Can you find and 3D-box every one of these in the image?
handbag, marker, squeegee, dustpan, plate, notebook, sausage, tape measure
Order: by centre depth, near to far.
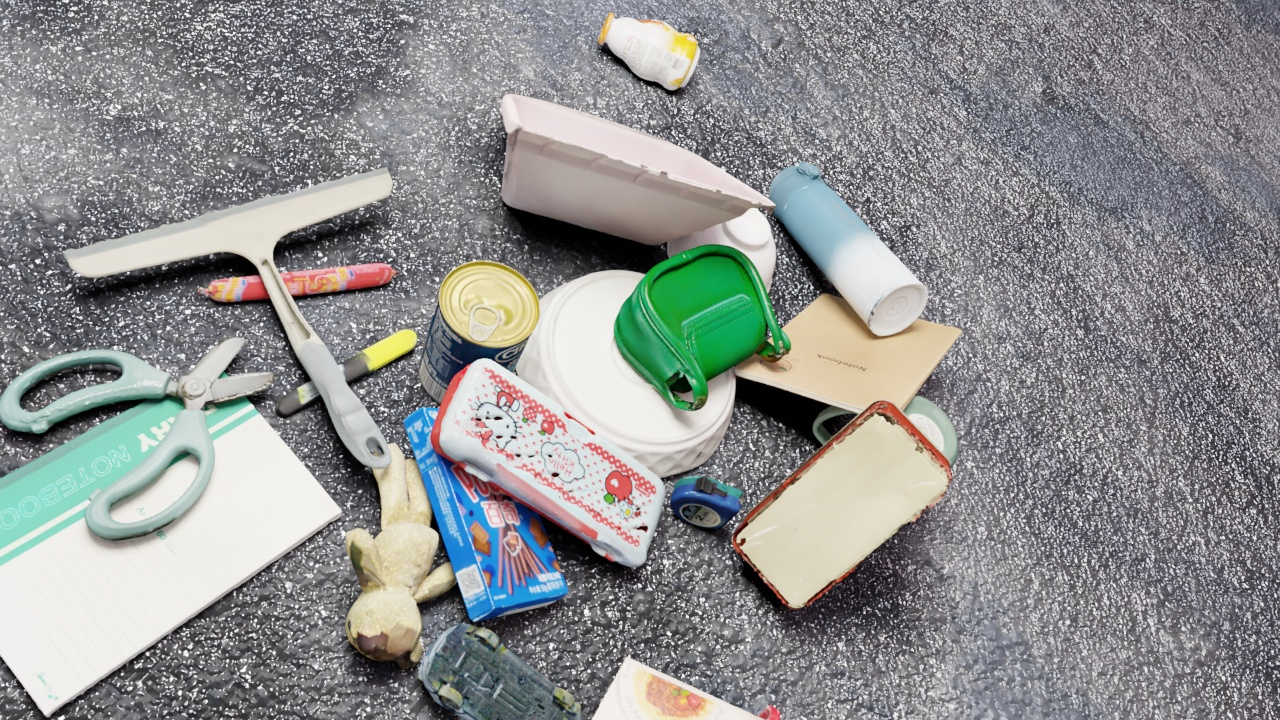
[{"bbox_3d":[-0.331,0.106,0.610,0.150,0.012,0.208,47,53,8],"label":"notebook"},{"bbox_3d":[-0.247,-0.015,0.684,0.245,0.039,0.246,-24,70,-31],"label":"squeegee"},{"bbox_3d":[-0.228,0.009,0.716,0.123,0.015,0.018,-34,78,-33],"label":"marker"},{"bbox_3d":[-0.270,-0.062,0.736,0.155,0.020,0.020,-10,66,-30],"label":"sausage"},{"bbox_3d":[0.053,0.116,0.755,0.054,0.058,0.025,25,53,-5],"label":"tape measure"},{"bbox_3d":[0.054,-0.030,0.780,0.131,0.068,0.120,-29,77,-35],"label":"handbag"},{"bbox_3d":[-0.005,0.005,0.804,0.204,0.046,0.204,12,56,-19],"label":"plate"},{"bbox_3d":[-0.023,-0.201,0.824,0.222,0.274,0.138,14,81,-20],"label":"dustpan"},{"bbox_3d":[0.199,-0.009,0.856,0.148,0.008,0.207,18,32,28],"label":"notebook"}]

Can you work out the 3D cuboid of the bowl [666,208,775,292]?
[{"bbox_3d":[0.093,-0.116,0.911,0.118,0.065,0.118,12,57,-19],"label":"bowl"}]

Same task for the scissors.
[{"bbox_3d":[-0.331,0.051,0.626,0.173,0.019,0.177,-10,63,-29],"label":"scissors"}]

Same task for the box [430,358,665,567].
[{"bbox_3d":[-0.062,0.081,0.688,0.201,0.049,0.086,38,48,-28],"label":"box"}]

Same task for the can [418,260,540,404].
[{"bbox_3d":[-0.129,-0.016,0.717,0.075,0.111,0.075,11,57,-17],"label":"can"}]

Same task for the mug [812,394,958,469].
[{"bbox_3d":[0.212,0.076,0.823,0.112,0.107,0.082,37,53,1],"label":"mug"}]

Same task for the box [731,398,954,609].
[{"bbox_3d":[0.159,0.117,0.725,0.091,0.169,0.079,47,18,8],"label":"box"}]

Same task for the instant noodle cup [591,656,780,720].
[{"bbox_3d":[0.020,0.272,0.616,0.124,0.117,0.116,28,52,7],"label":"instant noodle cup"}]

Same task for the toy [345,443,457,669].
[{"bbox_3d":[-0.173,0.132,0.642,0.105,0.066,0.157,47,31,-49],"label":"toy"}]

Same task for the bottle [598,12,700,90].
[{"bbox_3d":[0.009,-0.344,1.012,0.108,0.063,0.063,20,54,-14],"label":"bottle"}]

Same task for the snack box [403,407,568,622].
[{"bbox_3d":[-0.114,0.109,0.677,0.084,0.026,0.157,9,51,-57],"label":"snack box"}]

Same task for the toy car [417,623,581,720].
[{"bbox_3d":[-0.095,0.231,0.629,0.120,0.037,0.054,40,51,-11],"label":"toy car"}]

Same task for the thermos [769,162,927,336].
[{"bbox_3d":[0.200,-0.119,0.923,0.070,0.070,0.220,-4,44,-27],"label":"thermos"}]
